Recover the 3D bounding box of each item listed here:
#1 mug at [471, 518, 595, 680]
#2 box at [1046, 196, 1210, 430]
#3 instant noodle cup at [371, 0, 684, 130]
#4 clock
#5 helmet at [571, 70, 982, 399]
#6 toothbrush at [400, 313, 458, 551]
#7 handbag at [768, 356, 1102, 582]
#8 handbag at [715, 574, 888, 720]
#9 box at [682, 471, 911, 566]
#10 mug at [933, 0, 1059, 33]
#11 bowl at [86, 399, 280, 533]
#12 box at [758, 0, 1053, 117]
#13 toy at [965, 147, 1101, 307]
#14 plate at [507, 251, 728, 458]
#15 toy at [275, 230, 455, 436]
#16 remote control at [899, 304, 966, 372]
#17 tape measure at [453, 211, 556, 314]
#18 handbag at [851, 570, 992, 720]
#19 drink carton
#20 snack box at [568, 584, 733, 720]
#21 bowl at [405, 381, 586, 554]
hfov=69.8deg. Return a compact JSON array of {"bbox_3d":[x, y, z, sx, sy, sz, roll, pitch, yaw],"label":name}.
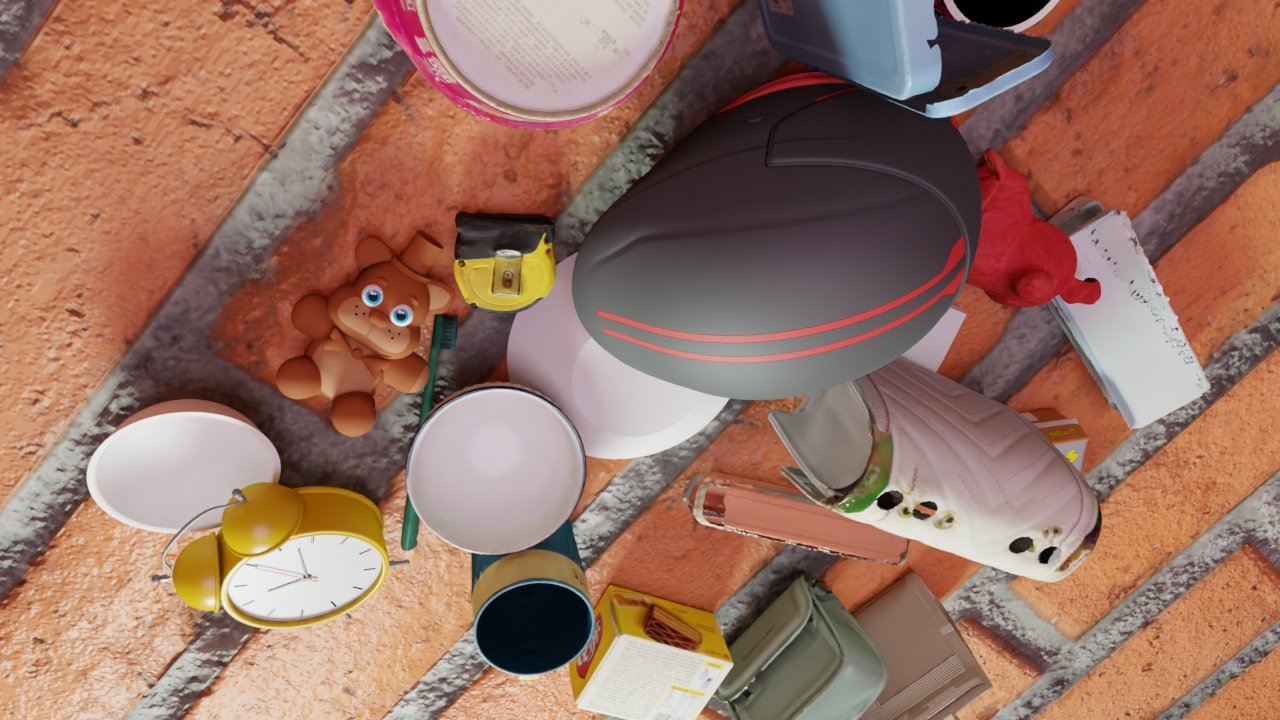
[{"bbox_3d":[-0.083,0.171,0.666,0.083,0.107,0.114,-2,116,-14],"label":"mug"},{"bbox_3d":[0.359,-0.032,0.700,0.083,0.065,0.199,-25,122,29],"label":"box"},{"bbox_3d":[-0.052,-0.207,0.498,0.178,0.077,0.179,-5,117,-10],"label":"instant noodle cup"},{"bbox_3d":[-0.241,0.134,0.623,0.114,0.052,0.152,-43,138,16],"label":"clock"},{"bbox_3d":[0.090,-0.065,0.538,0.265,0.169,0.164,-15,129,1],"label":"helmet"},{"bbox_3d":[-0.149,0.054,0.644,0.017,0.016,0.190,5,115,-20],"label":"toothbrush"},{"bbox_3d":[0.199,0.074,0.631,0.198,0.141,0.096,22,114,-20],"label":"handbag"},{"bbox_3d":[0.124,0.254,0.753,0.067,0.106,0.122,29,107,-36],"label":"handbag"},{"bbox_3d":[0.123,0.121,0.733,0.188,0.062,0.058,17,86,-17],"label":"box"},{"bbox_3d":[0.176,-0.247,0.516,0.082,0.098,0.118,-33,118,5],"label":"mug"},{"bbox_3d":[-0.293,0.060,0.595,0.109,0.040,0.110,-13,135,-14],"label":"bowl"},{"bbox_3d":[0.120,-0.185,0.472,0.078,0.209,0.074,-24,118,0],"label":"box"},{"bbox_3d":[0.262,-0.083,0.617,0.133,0.088,0.094,23,97,-2],"label":"toy"},{"bbox_3d":[-0.003,0.004,0.638,0.174,0.036,0.174,-5,117,-10],"label":"plate"},{"bbox_3d":[-0.166,-0.022,0.576,0.095,0.065,0.128,34,100,-16],"label":"toy"},{"bbox_3d":[0.189,0.017,0.694,0.049,0.024,0.143,21,111,-21],"label":"remote control"},{"bbox_3d":[-0.086,-0.061,0.587,0.065,0.037,0.064,1,115,-12],"label":"tape measure"},{"bbox_3d":[0.205,0.296,0.739,0.176,0.197,0.062,-39,118,8],"label":"handbag"},{"bbox_3d":[0.315,0.106,0.752,0.076,0.048,0.125,-8,118,-9],"label":"drink carton"},{"bbox_3d":[0.006,0.243,0.746,0.105,0.061,0.084,21,110,-21],"label":"snack box"},{"bbox_3d":[-0.099,0.066,0.629,0.118,0.062,0.118,-3,105,-11],"label":"bowl"}]
